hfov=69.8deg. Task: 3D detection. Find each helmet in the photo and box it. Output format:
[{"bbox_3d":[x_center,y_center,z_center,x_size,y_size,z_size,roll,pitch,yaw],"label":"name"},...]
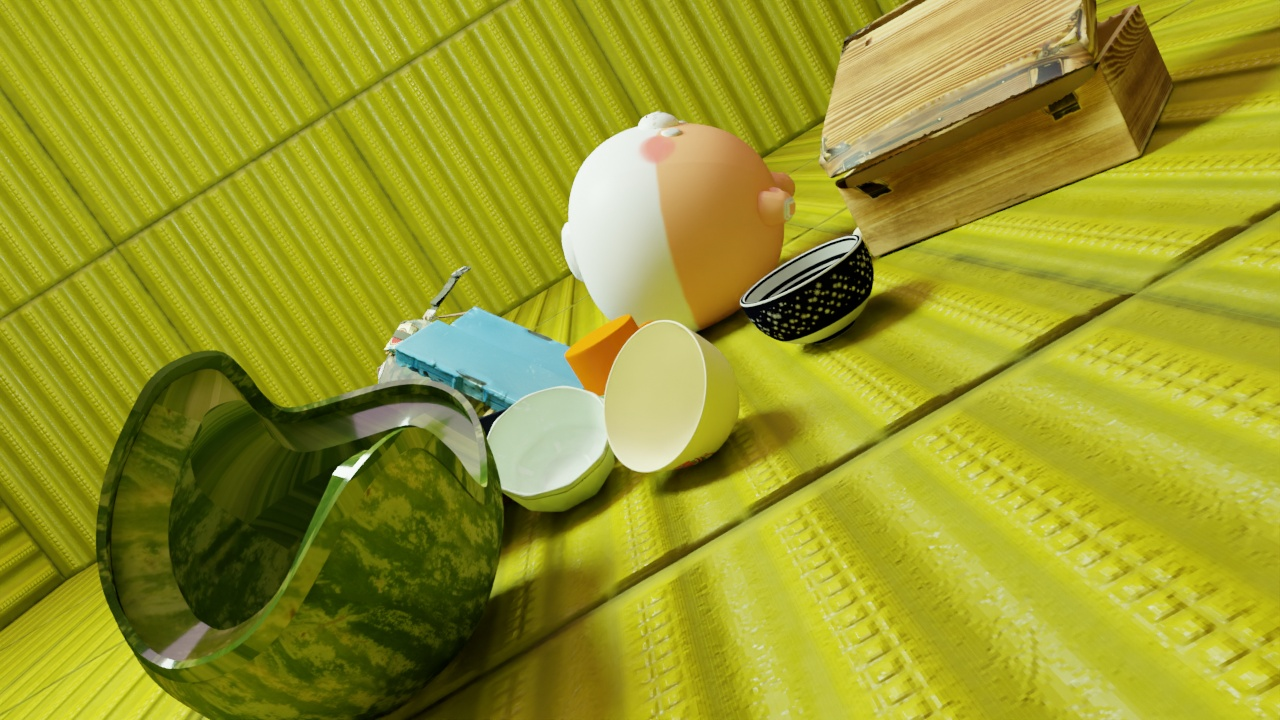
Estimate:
[{"bbox_3d":[-0.268,0.014,1.306,0.236,0.193,0.224,-46,41,-6],"label":"helmet"},{"bbox_3d":[-0.204,0.123,0.604,0.213,0.243,0.247,16,-3,20],"label":"helmet"}]

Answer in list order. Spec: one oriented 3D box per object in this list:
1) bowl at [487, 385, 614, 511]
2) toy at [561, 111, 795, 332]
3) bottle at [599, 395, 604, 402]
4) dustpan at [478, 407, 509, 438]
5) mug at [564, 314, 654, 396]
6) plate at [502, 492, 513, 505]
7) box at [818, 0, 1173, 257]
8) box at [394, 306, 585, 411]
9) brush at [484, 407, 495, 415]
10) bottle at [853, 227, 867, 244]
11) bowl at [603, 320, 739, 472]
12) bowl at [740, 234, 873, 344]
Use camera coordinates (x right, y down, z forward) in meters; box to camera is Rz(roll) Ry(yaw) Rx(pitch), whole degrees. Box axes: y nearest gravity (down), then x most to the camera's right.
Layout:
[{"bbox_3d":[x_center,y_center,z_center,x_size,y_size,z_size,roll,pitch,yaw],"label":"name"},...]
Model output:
[{"bbox_3d":[-0.072,0.085,0.798,0.117,0.061,0.117,-11,46,11],"label":"bowl"},{"bbox_3d":[0.048,-0.167,1.111,0.281,0.266,0.262,-12,18,14],"label":"toy"},{"bbox_3d":[-0.035,0.060,0.861,0.167,0.059,0.059,-28,12,17],"label":"bottle"},{"bbox_3d":[-0.243,0.124,0.830,0.237,0.080,0.272,-29,17,20],"label":"dustpan"},{"bbox_3d":[-0.005,0.005,0.921,0.112,0.096,0.078,-37,13,-25],"label":"mug"},{"bbox_3d":[-0.136,0.119,0.958,0.131,0.025,0.131,-30,11,7],"label":"plate"},{"bbox_3d":[0.338,-0.274,0.931,0.280,0.221,0.257,-18,19,43],"label":"box"},{"bbox_3d":[-0.164,0.001,1.149,0.232,0.034,0.174,22,33,16],"label":"box"},{"bbox_3d":[-0.162,0.078,1.120,0.043,0.059,0.194,-39,7,40],"label":"brush"},{"bbox_3d":[0.200,-0.100,0.964,0.184,0.045,0.045,-40,14,-36],"label":"bottle"},{"bbox_3d":[0.036,0.034,0.723,0.074,0.117,0.118,14,-23,-39],"label":"bowl"},{"bbox_3d":[0.157,-0.053,0.820,0.120,0.066,0.120,-30,11,7],"label":"bowl"}]
